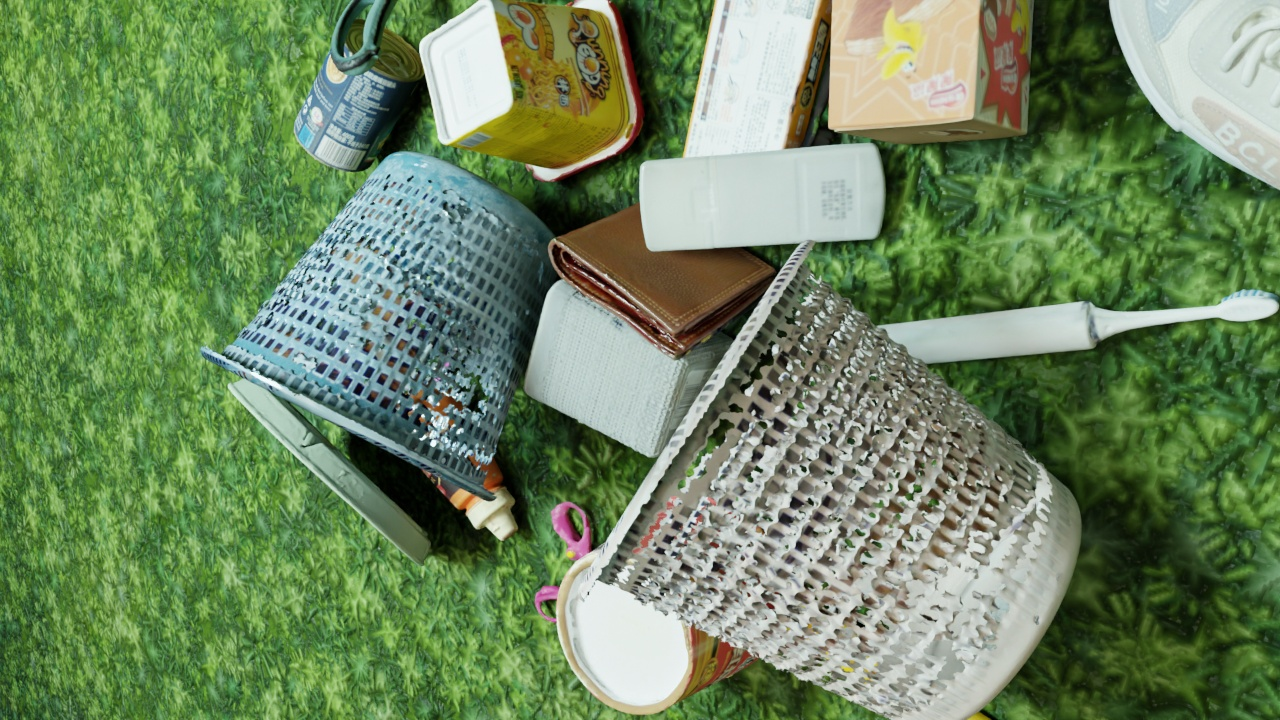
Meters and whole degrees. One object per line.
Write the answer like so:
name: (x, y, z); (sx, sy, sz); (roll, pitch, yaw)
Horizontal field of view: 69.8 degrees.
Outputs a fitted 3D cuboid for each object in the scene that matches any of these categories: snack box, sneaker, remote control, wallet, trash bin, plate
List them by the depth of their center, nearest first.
sneaker: (0.292, -0.109, 0.388); (0.242, 0.090, 0.090); (52, 122, 21)
snack box: (0.155, -0.167, 0.484); (0.077, 0.092, 0.094); (6, 100, 37)
trash bin: (0.106, 0.080, 0.488); (0.192, 0.226, 0.228); (33, 117, 6)
remote control: (0.074, -0.100, 0.568); (0.150, 0.021, 0.058); (-1, 105, 14)
snack box: (0.076, -0.183, 0.586); (0.075, 0.026, 0.154); (24, 111, 33)
wallet: (0.014, -0.061, 0.608); (0.124, 0.101, 0.032); (37, 141, 27)
trash bin: (-0.163, -0.033, 0.670); (0.227, 0.226, 0.195); (19, 76, 35)
plate: (-0.267, 0.095, 0.806); (0.230, 0.027, 0.230); (39, 162, 15)

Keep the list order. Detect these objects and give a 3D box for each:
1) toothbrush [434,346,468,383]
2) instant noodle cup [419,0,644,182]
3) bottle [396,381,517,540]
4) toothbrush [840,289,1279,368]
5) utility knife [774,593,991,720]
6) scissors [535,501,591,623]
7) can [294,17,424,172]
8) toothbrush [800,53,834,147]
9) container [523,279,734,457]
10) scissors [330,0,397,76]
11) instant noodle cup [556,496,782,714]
toothbrush: (-0.171, 0.006, 0.818); (0.190, 0.017, 0.014); (-47, 69, 29)
instant noodle cup: (-0.078, -0.193, 0.642); (0.116, 0.123, 0.116); (-14, 88, 39)
bottle: (-0.154, 0.090, 0.787); (0.149, 0.066, 0.067); (53, 124, 12)
toothbrush: (0.215, -0.017, 0.502); (0.222, 0.026, 0.027); (-7, 118, 38)
utility knife: (0.180, 0.211, 0.564); (0.231, 0.015, 0.033); (28, 118, 26)
scissors: (-0.043, 0.181, 0.741); (0.136, 0.017, 0.133); (-37, 78, 31)
can: (-0.247, -0.228, 0.799); (0.111, 0.075, 0.075); (-47, 68, 33)
toothbrush: (0.132, -0.221, 0.539); (0.026, 0.027, 0.213); (-106, 29, -66)
container: (-0.004, 0.004, 0.639); (0.114, 0.090, 0.090); (28, 114, 28)
scissors: (-0.169, -0.286, 0.719); (0.175, 0.019, 0.169); (23, 76, 28)
instant noodle cup: (0.016, 0.167, 0.628); (0.138, 0.108, 0.138); (5, 98, 34)
